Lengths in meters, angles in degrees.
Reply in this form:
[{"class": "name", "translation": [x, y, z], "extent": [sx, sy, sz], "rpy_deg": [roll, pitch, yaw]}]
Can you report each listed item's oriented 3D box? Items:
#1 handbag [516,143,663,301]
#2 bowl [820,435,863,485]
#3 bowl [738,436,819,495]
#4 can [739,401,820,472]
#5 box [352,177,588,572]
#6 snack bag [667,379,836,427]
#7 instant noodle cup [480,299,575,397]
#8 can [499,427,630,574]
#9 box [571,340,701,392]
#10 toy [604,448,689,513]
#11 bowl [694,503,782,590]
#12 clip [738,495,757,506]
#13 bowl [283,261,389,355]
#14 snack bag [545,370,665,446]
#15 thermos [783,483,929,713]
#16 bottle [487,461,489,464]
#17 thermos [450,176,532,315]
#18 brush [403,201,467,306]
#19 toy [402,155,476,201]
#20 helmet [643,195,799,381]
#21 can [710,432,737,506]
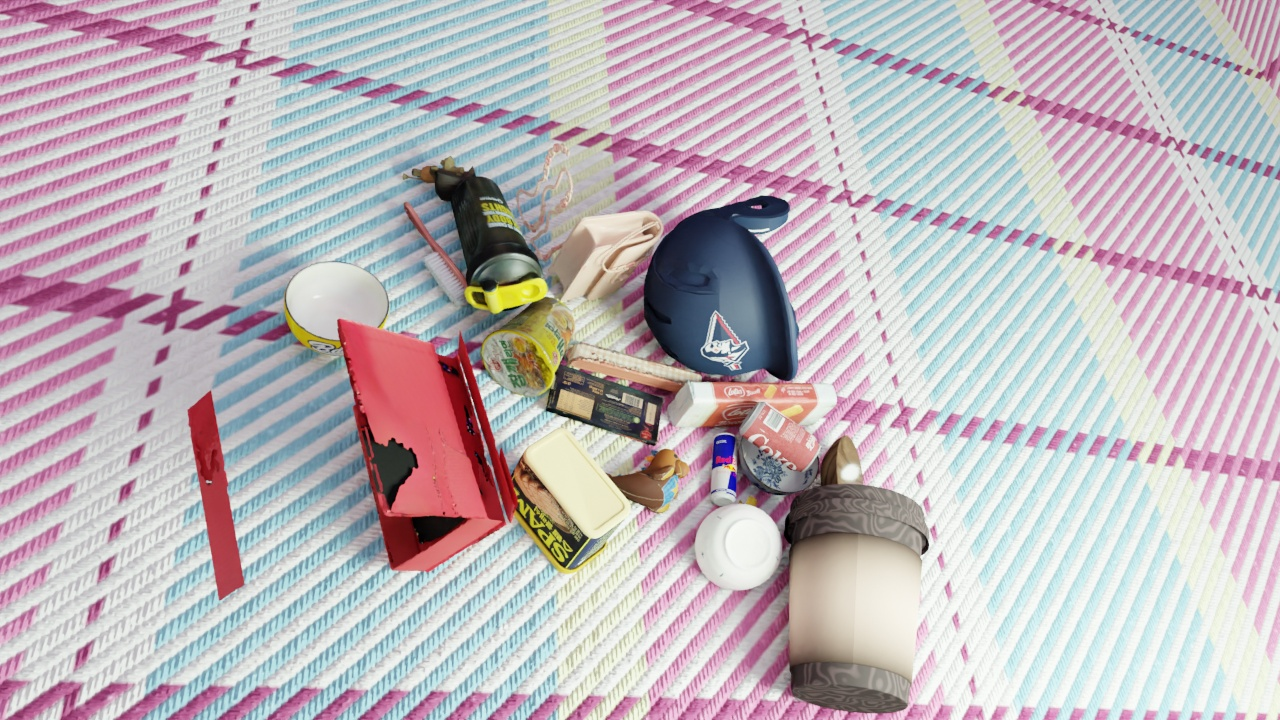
[{"class": "handbag", "translation": [-0.062, -0.195, 1.235], "extent": [0.116, 0.199, 0.187], "rpy_deg": [-17, 76, -28]}, {"class": "bowl", "translation": [0.265, 0.161, 1.222], "extent": [0.119, 0.032, 0.119], "rpy_deg": [27, 59, -57]}, {"class": "bowl", "translation": [0.176, 0.134, 1.217], "extent": [0.114, 0.045, 0.114], "rpy_deg": [12, 54, -16]}, {"class": "can", "translation": [0.179, 0.099, 1.176], "extent": [0.096, 0.054, 0.053], "rpy_deg": [35, 51, 2]}, {"class": "box", "translation": [-0.168, 0.038, 0.902], "extent": [0.107, 0.411, 0.211], "rpy_deg": [-2, 59, -35]}, {"class": "snack bag", "translation": [0.152, 0.059, 1.236], "extent": [0.225, 0.078, 0.041], "rpy_deg": [0, 59, -24]}, {"class": "instant noodle cup", "translation": [-0.134, -0.024, 1.164], "extent": [0.102, 0.102, 0.108], "rpy_deg": [32, 42, 0]}, {"class": "can", "translation": [-0.086, 0.159, 1.044], "extent": [0.075, 0.105, 0.135], "rpy_deg": [-32, 74, -37]}, {"class": "box", "translation": [-0.007, 0.007, 1.217], "extent": [0.187, 0.054, 0.078], "rpy_deg": [14, 19, -16]}, {"class": "toy", "translation": [0.005, 0.140, 1.146], "extent": [0.103, 0.071, 0.090], "rpy_deg": [14, 36, 13]}, {"class": "bowl", "translation": [0.122, 0.224, 1.106], "extent": [0.105, 0.054, 0.104], "rpy_deg": [3, 76, -13]}, {"class": "clip", "translation": [0.140, 0.203, 1.165], "extent": [0.049, 0.045, 0.054], "rpy_deg": [16, 47, 18]}, {"class": "bowl", "translation": [-0.363, -0.053, 1.091], "extent": [0.117, 0.068, 0.117], "rpy_deg": [12, 53, -17]}, {"class": "snack bag", "translation": [-0.045, 0.057, 1.189], "extent": [0.155, 0.018, 0.074], "rpy_deg": [19, 50, -11]}, {"class": "thermos", "translation": [0.250, 0.282, 1.078], "extent": [0.172, 0.173, 0.225], "rpy_deg": [18, 58, -12]}, {"class": "bottle", "translation": [-0.198, 0.136, 1.037], "extent": [0.063, 0.063, 0.109], "rpy_deg": [-9, 62, -29]}, {"class": "thermos", "translation": [-0.194, -0.151, 1.197], "extent": [0.098, 0.098, 0.220], "rpy_deg": [-2, 44, -25]}, {"class": "brush", "translation": [-0.276, -0.140, 1.212], "extent": [0.030, 0.041, 0.172], "rpy_deg": [-32, 73, -19]}, {"class": "toy", "translation": [-0.280, -0.255, 1.277], "extent": [0.100, 0.062, 0.076], "rpy_deg": [9, 8, 4]}, {"class": "helmet", "translation": [0.120, -0.079, 1.215], "extent": [0.222, 0.233, 0.272], "rpy_deg": [-27, 42, -16]}, {"class": "can", "translation": [0.109, 0.141, 1.190], "extent": [0.032, 0.032, 0.095], "rpy_deg": [16, 53, -13]}]
